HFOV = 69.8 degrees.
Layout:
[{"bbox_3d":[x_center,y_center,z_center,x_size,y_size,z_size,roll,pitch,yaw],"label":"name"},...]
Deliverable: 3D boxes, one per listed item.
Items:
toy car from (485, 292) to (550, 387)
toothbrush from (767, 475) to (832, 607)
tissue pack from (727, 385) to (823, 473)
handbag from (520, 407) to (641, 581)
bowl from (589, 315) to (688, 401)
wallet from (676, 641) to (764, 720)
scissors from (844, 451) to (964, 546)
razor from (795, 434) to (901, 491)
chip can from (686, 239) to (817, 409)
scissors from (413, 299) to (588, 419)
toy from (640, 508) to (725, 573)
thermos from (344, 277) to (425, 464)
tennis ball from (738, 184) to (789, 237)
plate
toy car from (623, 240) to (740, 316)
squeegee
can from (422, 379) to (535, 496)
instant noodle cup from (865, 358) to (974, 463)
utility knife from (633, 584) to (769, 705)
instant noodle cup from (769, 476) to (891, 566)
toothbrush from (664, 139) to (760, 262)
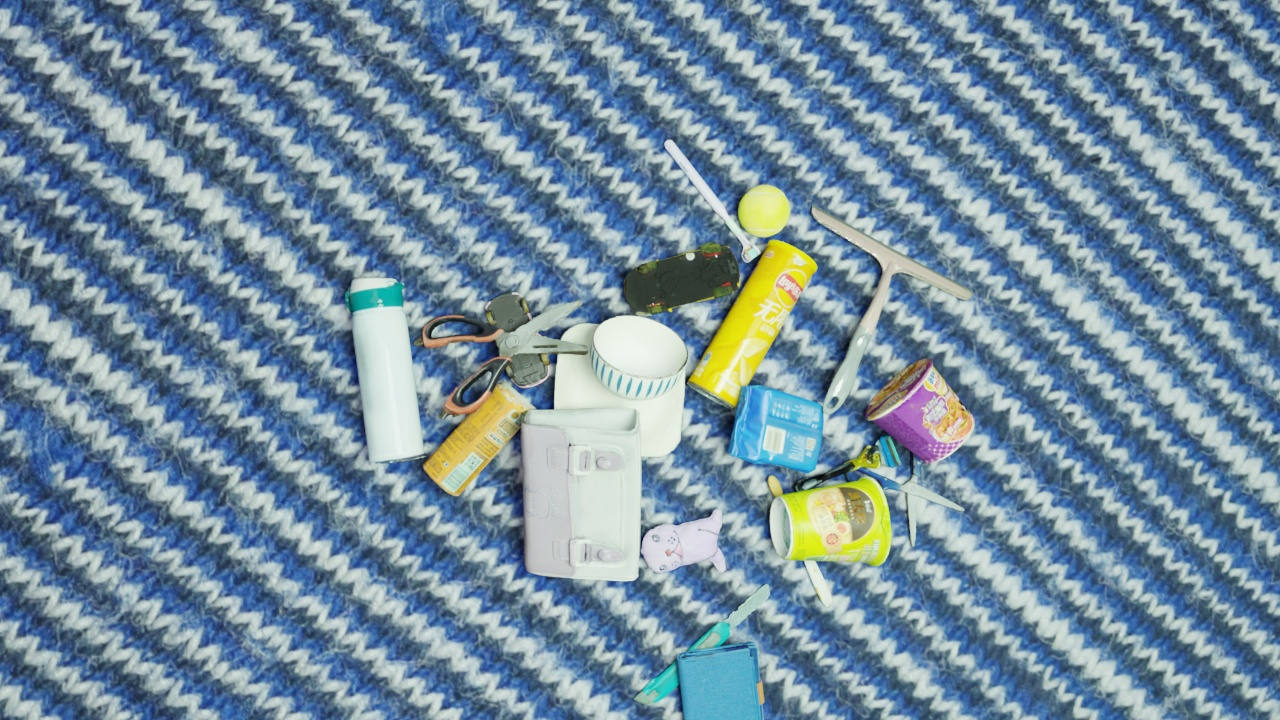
[{"bbox_3d":[-0.151,-0.025,1.140,0.056,0.037,0.122,-21,79,-5],"label":"toy car"},{"bbox_3d":[0.206,0.235,1.190,0.016,0.018,0.191,-25,94,-5],"label":"toothbrush"},{"bbox_3d":[0.172,0.087,1.150,0.157,0.052,0.095,16,84,-41],"label":"tissue pack"},{"bbox_3d":[-0.071,0.159,1.097,0.145,0.098,0.197,1,106,4],"label":"handbag"},{"bbox_3d":[-0.007,0.006,1.096,0.116,0.116,0.066,10,129,-7],"label":"bowl"},{"bbox_3d":[0.104,0.426,1.159,0.106,0.040,0.133,-8,99,-6],"label":"wallet"},{"bbox_3d":[0.354,0.156,1.210,0.173,0.012,0.162,21,85,-5],"label":"scissors"},{"bbox_3d":[0.264,0.140,1.183,0.142,0.022,0.042,-21,84,-8],"label":"razor"},{"bbox_3d":[0.141,-0.045,1.160,0.072,0.072,0.213,31,86,-6],"label":"chip can"},{"bbox_3d":[-0.173,-0.014,1.108,0.189,0.015,0.227,39,86,20],"label":"scissors"},{"bbox_3d":[0.054,0.235,1.158,0.108,0.039,0.084,-9,99,-8],"label":"toy"},{"bbox_3d":[-0.309,0.010,1.105,0.073,0.073,0.224,-8,89,-7],"label":"thermos"},{"bbox_3d":[0.157,-0.190,1.167,0.065,0.065,0.065,0,89,-7],"label":"tennis ball"},{"bbox_3d":[-0.027,0.037,1.154,0.163,0.034,0.164,5,89,-7],"label":"plate"},{"bbox_3d":[0.052,-0.102,1.163,0.155,0.041,0.071,-17,91,-9],"label":"toy car"},{"bbox_3d":[0.289,-0.044,1.175,0.247,0.040,0.249,27,77,-6],"label":"squeegee"},{"bbox_3d":[-0.196,0.095,1.120,0.058,0.058,0.146,43,84,-4],"label":"can"},{"bbox_3d":[0.359,0.068,1.160,0.099,0.111,0.111,44,84,-1],"label":"instant noodle cup"},{"bbox_3d":[0.083,0.364,1.171,0.223,0.013,0.029,-41,97,-6],"label":"utility knife"},{"bbox_3d":[0.230,0.204,1.139,0.123,0.112,0.111,-3,89,-12],"label":"instant noodle cup"},{"bbox_3d":[0.090,-0.207,1.183,0.189,0.029,0.021,53,43,-2],"label":"toothbrush"}]
